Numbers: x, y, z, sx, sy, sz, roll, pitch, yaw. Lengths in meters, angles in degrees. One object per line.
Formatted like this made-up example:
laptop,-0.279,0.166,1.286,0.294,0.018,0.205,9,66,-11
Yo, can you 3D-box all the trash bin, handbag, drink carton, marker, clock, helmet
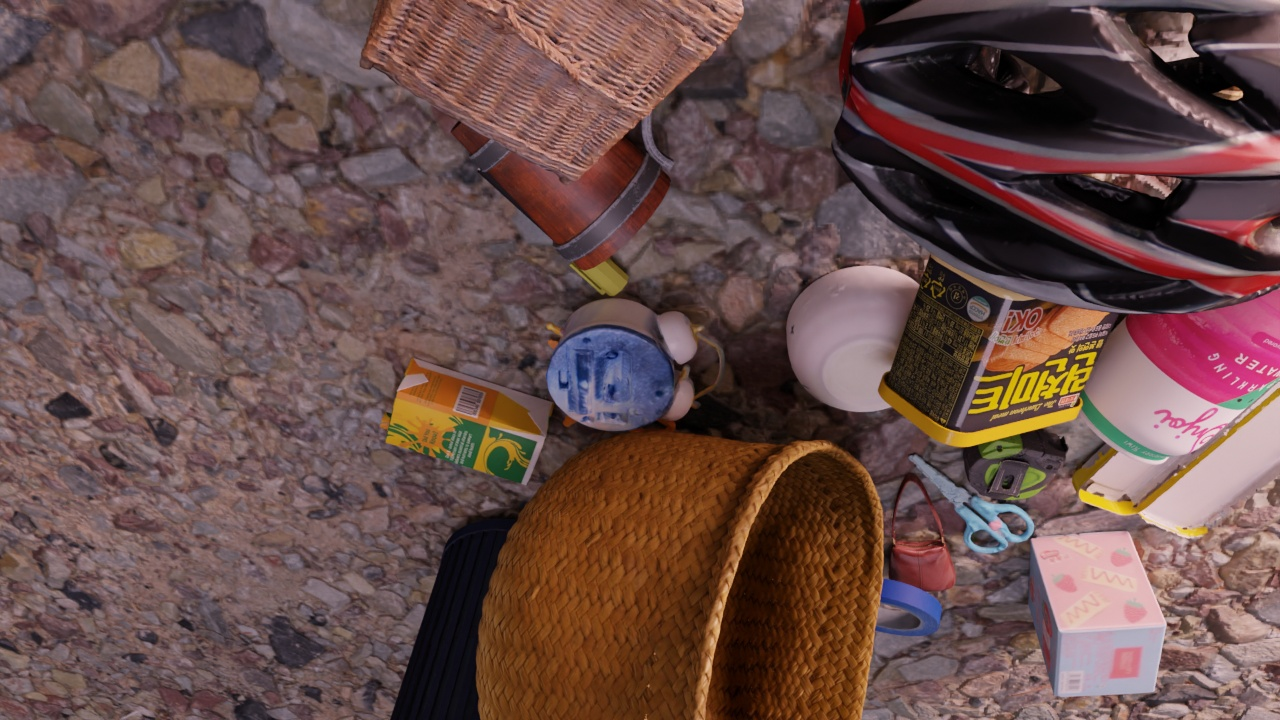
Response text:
trash bin,-0.126,0.256,0.748,0.139,0.248,0.139,3,129,4
handbag,0.228,0.141,0.759,0.055,0.029,0.120,-5,123,18
drink carton,-0.136,0.047,0.714,0.122,0.041,0.058,18,129,-8
marker,-0.058,-0.088,0.610,0.021,0.017,0.124,-35,116,29
clock,-0.004,0.004,0.642,0.125,0.051,0.089,4,127,2
helmet,0.224,-0.119,0.431,0.272,0.166,0.218,18,139,15

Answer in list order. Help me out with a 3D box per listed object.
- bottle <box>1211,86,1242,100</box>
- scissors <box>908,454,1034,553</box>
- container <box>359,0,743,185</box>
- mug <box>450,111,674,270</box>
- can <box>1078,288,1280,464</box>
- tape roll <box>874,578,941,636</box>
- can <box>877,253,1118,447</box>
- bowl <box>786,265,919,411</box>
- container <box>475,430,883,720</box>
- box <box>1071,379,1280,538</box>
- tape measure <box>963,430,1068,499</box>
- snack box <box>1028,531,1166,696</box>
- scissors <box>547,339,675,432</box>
bottle,0.310,-0.203,0.436,0.046,0.072,0.161,15,131,16
scissors,0.261,0.113,0.742,0.136,0.015,0.057,40,121,-16
container,-0.040,-0.191,0.409,0.113,0.198,0.113,27,132,-29
mug,-0.036,-0.132,0.541,0.117,0.081,0.111,-43,111,13
can,0.356,-0.015,0.572,0.088,0.088,0.166,21,128,-10
tape roll,0.214,0.215,0.800,0.093,0.016,0.091,-12,138,44
can,0.224,-0.016,0.563,0.130,0.072,0.101,-9,125,-30
bowl,0.153,-0.007,0.627,0.105,0.054,0.105,3,130,3
container,0.031,0.194,0.635,0.197,0.306,0.307,3,132,30
box,0.426,0.049,0.662,0.127,0.023,0.210,18,128,-12
tape measure,0.279,0.081,0.693,0.065,0.035,0.059,7,130,1
snack box,0.367,0.206,0.747,0.079,0.094,0.093,-8,127,12
scissors,-0.017,0.016,0.694,0.125,0.011,0.129,33,123,-19
